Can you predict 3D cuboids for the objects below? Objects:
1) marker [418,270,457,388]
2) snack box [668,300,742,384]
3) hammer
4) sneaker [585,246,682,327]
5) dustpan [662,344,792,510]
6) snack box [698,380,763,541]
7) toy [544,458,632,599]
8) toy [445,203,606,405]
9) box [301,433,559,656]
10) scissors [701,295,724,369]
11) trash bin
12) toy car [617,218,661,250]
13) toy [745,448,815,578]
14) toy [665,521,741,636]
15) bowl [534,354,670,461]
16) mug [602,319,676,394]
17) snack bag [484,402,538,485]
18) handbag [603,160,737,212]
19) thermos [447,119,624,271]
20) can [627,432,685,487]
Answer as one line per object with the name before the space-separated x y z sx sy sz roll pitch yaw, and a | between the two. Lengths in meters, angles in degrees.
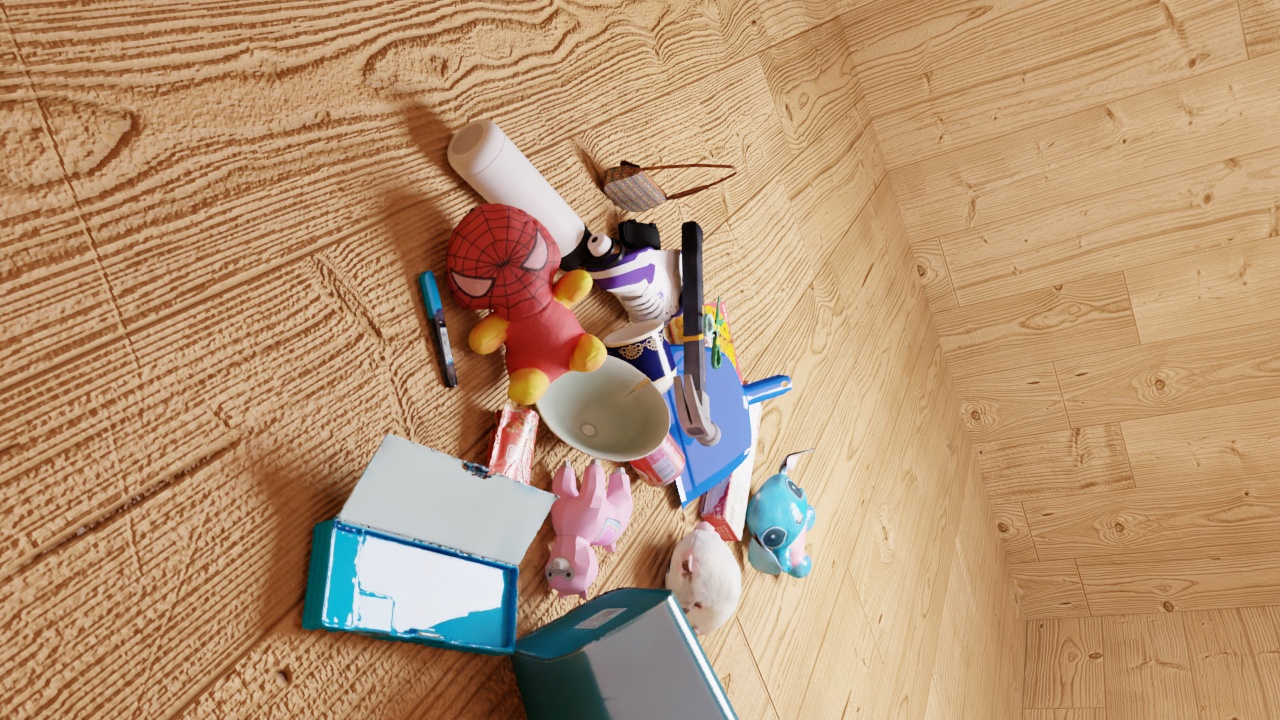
marker | -0.209 -0.032 0.948 0.018 0.015 0.123 -20 98 -64
snack box | 0.104 -0.018 1.455 0.144 0.040 0.142 -16 94 -60
hammer | 0.076 -0.047 1.281 0.139 0.035 0.312 46 41 -62
sneaker | 0.000 -0.094 1.267 0.243 0.092 0.111 -15 95 -65
dustpan | 0.129 0.065 1.369 0.257 0.060 0.245 -16 93 -25
snack box | 0.147 0.154 1.461 0.077 0.044 0.272 59 34 -38
toy | -0.062 0.195 1.058 0.123 0.067 0.157 31 58 -55
toy | -0.131 -0.068 0.998 0.147 0.099 0.216 -29 103 -18
box | -0.190 0.176 0.851 0.243 0.060 0.175 33 68 -51
scissors | 0.103 -0.052 1.293 0.108 0.012 0.131 62 28 -49
trash bin | -0.012 0.363 0.929 0.196 0.200 0.218 -21 90 -31
toy car | -0.004 -0.179 1.340 0.091 0.036 0.042 1 79 -50
toy | 0.243 0.259 1.525 0.191 0.099 0.223 50 52 -47
toy | 0.089 0.290 1.257 0.179 0.101 0.139 -54 139 -74
bowl | -0.054 0.072 1.109 0.174 0.068 0.173 16 41 -14
mug | -0.007 0.007 1.225 0.111 0.086 0.089 -25 106 -24
snack bag | -0.143 0.127 0.981 0.087 0.044 0.154 45 47 -56
handbag | 0.044 -0.260 1.293 0.093 0.196 0.043 34 56 -53
thermos | -0.119 -0.187 1.081 0.230 0.101 0.068 44 57 -45
can | 0.004 0.106 1.206 0.124 0.067 0.066 55 36 -33
